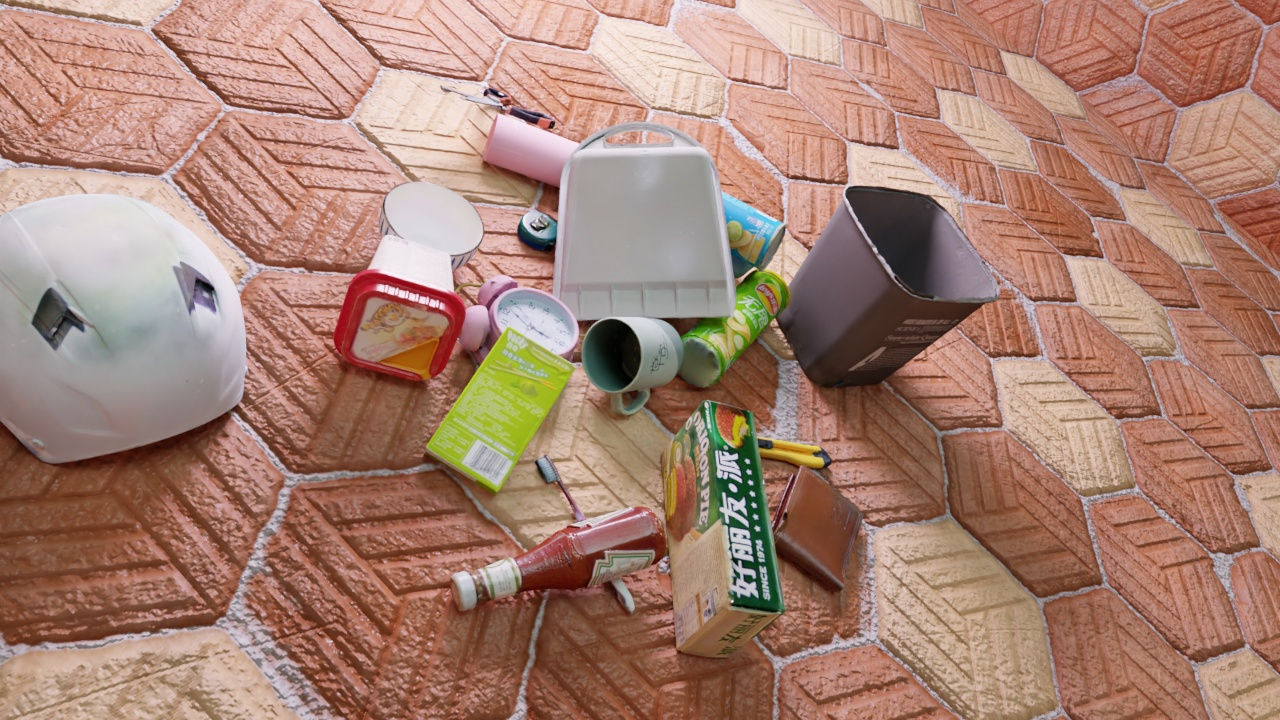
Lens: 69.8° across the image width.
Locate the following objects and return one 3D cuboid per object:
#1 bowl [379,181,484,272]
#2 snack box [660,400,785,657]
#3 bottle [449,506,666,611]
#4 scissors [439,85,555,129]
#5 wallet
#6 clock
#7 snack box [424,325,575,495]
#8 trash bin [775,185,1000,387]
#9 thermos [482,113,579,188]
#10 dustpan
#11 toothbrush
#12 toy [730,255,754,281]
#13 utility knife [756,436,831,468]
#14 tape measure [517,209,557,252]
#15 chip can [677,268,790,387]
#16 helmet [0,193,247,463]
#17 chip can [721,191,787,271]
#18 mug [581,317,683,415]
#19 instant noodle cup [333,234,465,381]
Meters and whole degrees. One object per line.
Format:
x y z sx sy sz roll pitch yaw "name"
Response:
-0.244 -0.142 1.051 0.116 0.066 0.116 17 46 -19 "bowl"
0.077 0.169 0.941 0.063 0.115 0.239 14 46 -20 "snack box"
-0.076 0.189 0.862 0.205 0.060 0.059 -12 59 -26 "bottle"
-0.196 -0.349 1.240 0.197 0.015 0.213 18 20 -29 "scissors"
0.205 0.194 1.060 0.101 0.032 0.124 36 44 -3 "wallet"
-0.142 -0.036 1.026 0.158 0.060 0.117 28 43 -4 "clock"
-0.141 0.049 0.933 0.086 0.026 0.156 31 68 -3 "snack box"
0.315 -0.087 1.235 0.198 0.220 0.198 -1 53 -33 "trash bin"
-0.110 -0.263 1.238 0.198 0.067 0.087 19 34 -18 "thermos"
0.002 -0.183 1.163 0.222 0.258 0.142 -1 5 -1 "dustpan"
-0.057 0.174 0.927 0.017 0.016 0.187 -19 64 -32 "toothbrush"
0.108 -0.135 1.258 0.156 0.050 0.161 -13 32 -14 "toy"
0.141 0.105 1.109 0.218 0.015 0.033 11 46 -23 "utility knife"
-0.129 -0.167 1.174 0.058 0.025 0.054 37 42 4 "tape measure"
0.119 -0.045 1.185 0.072 0.073 0.220 41 43 6 "chip can"
-0.460 -0.055 0.784 0.228 0.146 0.258 -19 65 -41 "helmet"
0.085 -0.196 1.214 0.210 0.071 0.071 31 42 13 "chip can"
-0.006 0.006 1.054 0.082 0.112 0.106 7 5 30 "mug"
-0.246 -0.060 0.954 0.116 0.117 0.124 17 35 -19 "instant noodle cup"
